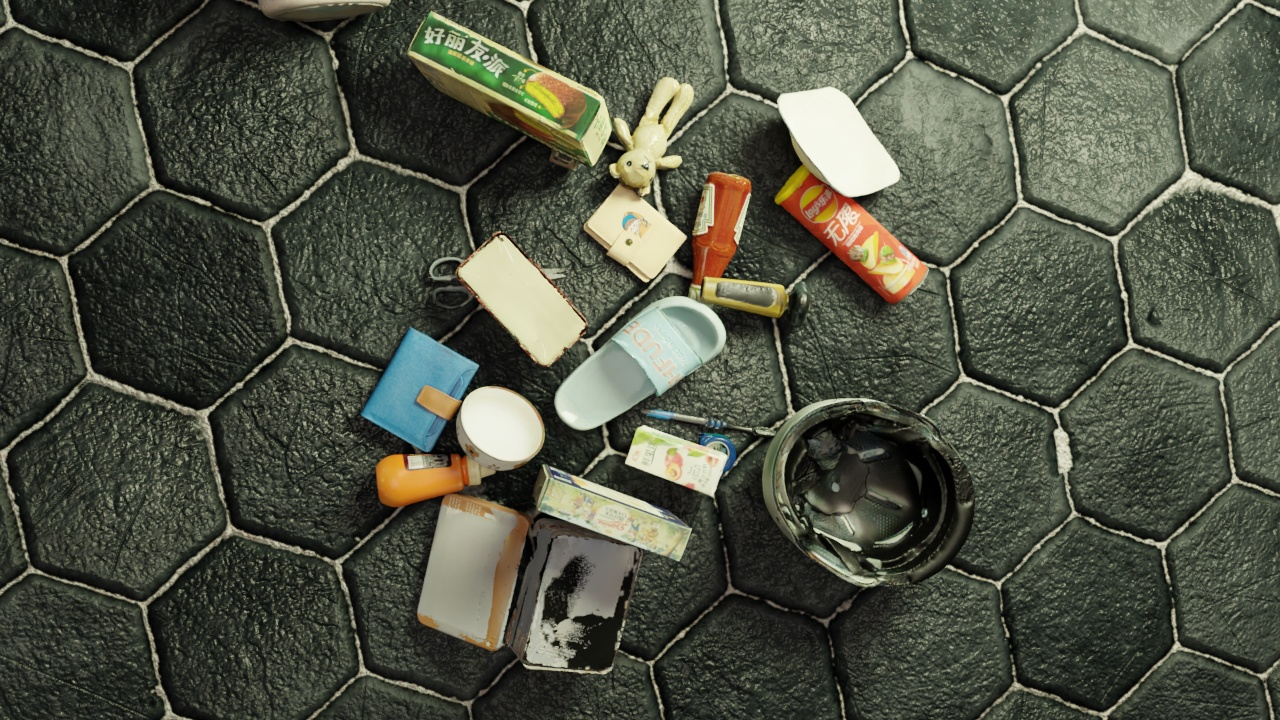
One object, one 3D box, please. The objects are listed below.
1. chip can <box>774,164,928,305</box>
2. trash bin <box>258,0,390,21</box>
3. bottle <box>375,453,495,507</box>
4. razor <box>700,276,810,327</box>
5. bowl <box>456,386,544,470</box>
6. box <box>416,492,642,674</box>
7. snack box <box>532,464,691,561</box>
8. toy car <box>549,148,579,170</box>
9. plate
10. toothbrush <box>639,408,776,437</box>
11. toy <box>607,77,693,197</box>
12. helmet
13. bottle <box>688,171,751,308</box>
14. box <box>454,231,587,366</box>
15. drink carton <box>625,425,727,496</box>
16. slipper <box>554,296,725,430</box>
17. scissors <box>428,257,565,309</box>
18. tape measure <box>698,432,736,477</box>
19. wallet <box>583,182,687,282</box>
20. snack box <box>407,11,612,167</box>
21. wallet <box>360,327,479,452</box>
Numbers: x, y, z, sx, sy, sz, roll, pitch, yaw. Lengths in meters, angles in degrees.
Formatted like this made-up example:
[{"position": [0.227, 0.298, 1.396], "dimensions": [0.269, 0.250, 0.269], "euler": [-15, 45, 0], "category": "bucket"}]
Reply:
[{"position": [0.278, -0.167, 1.211], "dimensions": [0.216, 0.073, 0.073], "euler": [42, 88, -6], "category": "chip can"}, {"position": [-0.384, -0.507, 1.071], "dimensions": [0.227, 0.227, 0.192], "euler": [-9, 106, -6], "category": "trash bin"}, {"position": [-0.260, 0.147, 1.177], "dimensions": [0.149, 0.067, 0.067], "euler": [-7, 93, -13], "category": "bottle"}, {"position": [0.150, -0.082, 1.188], "dimensions": [0.167, 0.068, 0.062], "euler": [7, 88, -26], "category": "razor"}, {"position": [-0.185, 0.096, 1.170], "dimensions": [0.113, 0.113, 0.062], "euler": [32, 130, -6], "category": "bowl"}, {"position": [-0.145, 0.286, 1.172], "dimensions": [0.273, 0.126, 0.179], "euler": [14, 91, -1], "category": "box"}, {"position": [-0.041, 0.185, 1.139], "dimensions": [0.182, 0.178, 0.045], "euler": [22, 85, -6], "category": "snack box"}, {"position": [-0.085, -0.294, 1.187], "dimensions": [0.042, 0.035, 0.090], "euler": [21, 88, -7], "category": "toy car"}, {"position": [0.248, -0.276, 1.185], "dimensions": [0.163, 0.034, 0.163], "euler": [-22, 76, -42], "category": "plate"}, {"position": [0.091, 0.083, 1.231], "dimensions": [0.189, 0.016, 0.014], "euler": [11, 83, -5], "category": "toothbrush"}, {"position": [0.018, -0.291, 1.182], "dimensions": [0.105, 0.066, 0.157], "euler": [29, 84, -23], "category": "toy"}, {"position": [0.272, 0.161, 1.183], "dimensions": [0.274, 0.157, 0.230], "euler": [23, 88, -17], "category": "helmet"}, {"position": [0.093, -0.141, 1.201], "dimensions": [0.060, 0.059, 0.206], "euler": [13, 97, -6], "category": "bottle"}, {"position": [-0.151, -0.075, 1.159], "dimensions": [0.091, 0.079, 0.168], "euler": [-43, 101, -4], "category": "box"}, {"position": [0.047, 0.129, 1.199], "dimensions": [0.122, 0.045, 0.053], "euler": [19, 98, 12], "category": "drink carton"}, {"position": [-0.007, 0.007, 1.175], "dimensions": [0.245, 0.074, 0.104], "euler": [-35, 95, 9], "category": "slipper"}, {"position": [-0.189, -0.115, 1.195], "dimensions": [0.174, 0.014, 0.136], "euler": [-40, 97, -3], "category": "scissors"}, {"position": [0.100, 0.126, 1.229], "dimensions": [0.054, 0.025, 0.058], "euler": [6, 102, -7], "category": "tape measure"}, {"position": [-0.009, -0.166, 1.206], "dimensions": [0.115, 0.024, 0.087], "euler": [40, 89, -7], "category": "wallet"}, {"position": [-0.155, -0.326, 1.117], "dimensions": [0.240, 0.114, 0.063], "euler": [28, 88, 6], "category": "snack box"}, {"position": [-0.283, 0.039, 1.181], "dimensions": [0.106, 0.040, 0.133], "euler": [30, 90, -2], "category": "wallet"}]
